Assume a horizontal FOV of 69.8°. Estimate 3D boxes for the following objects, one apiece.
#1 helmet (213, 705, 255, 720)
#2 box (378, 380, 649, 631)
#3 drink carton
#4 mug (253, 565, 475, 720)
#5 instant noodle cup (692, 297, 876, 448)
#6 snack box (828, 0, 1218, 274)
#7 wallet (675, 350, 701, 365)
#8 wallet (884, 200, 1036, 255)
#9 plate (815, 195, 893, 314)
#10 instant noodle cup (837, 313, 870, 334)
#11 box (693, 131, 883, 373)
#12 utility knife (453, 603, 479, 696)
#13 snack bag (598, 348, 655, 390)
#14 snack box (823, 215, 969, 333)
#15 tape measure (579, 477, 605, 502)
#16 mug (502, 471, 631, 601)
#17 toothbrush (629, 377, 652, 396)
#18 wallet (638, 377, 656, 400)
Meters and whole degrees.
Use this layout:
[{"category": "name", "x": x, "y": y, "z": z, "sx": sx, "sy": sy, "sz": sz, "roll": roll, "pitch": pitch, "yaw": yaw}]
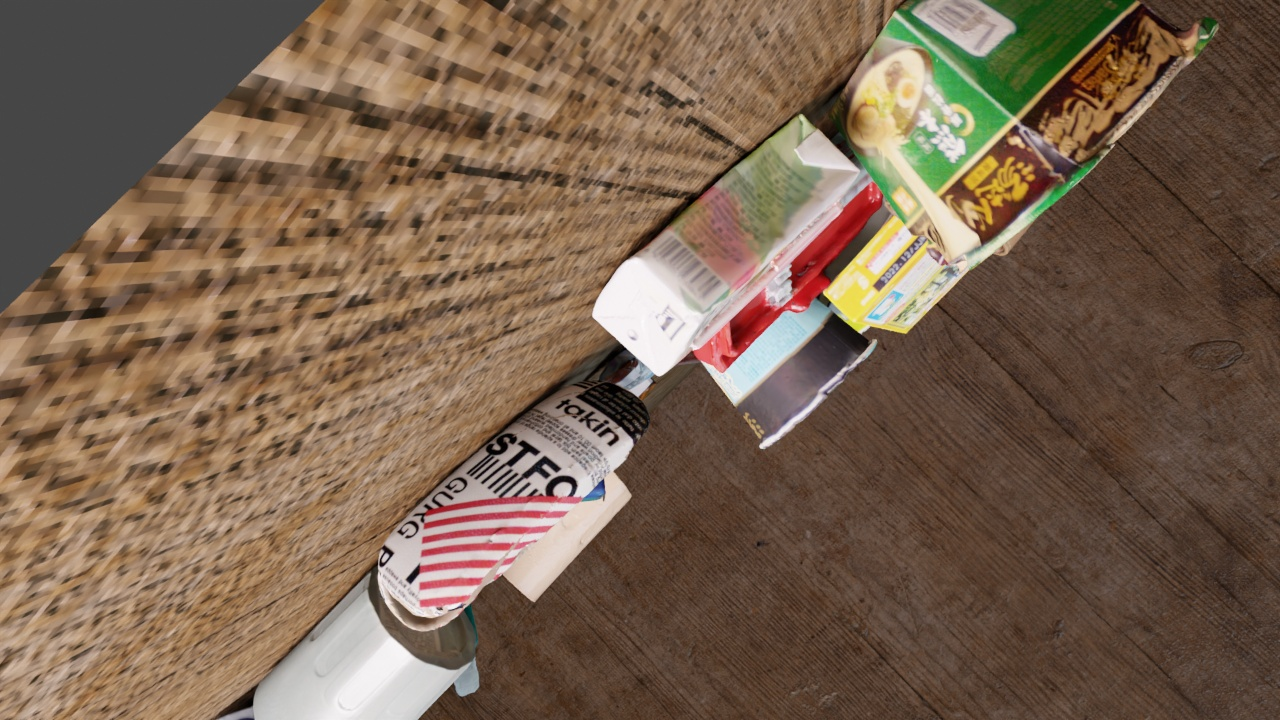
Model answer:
[{"category": "helmet", "x": -0.260, "y": 0.327, "z": 0.570, "sx": 0.229, "sy": 0.146, "sz": 0.258, "roll": -45, "pitch": 176, "yaw": 13}, {"category": "box", "x": -0.062, "y": 0.080, "z": 0.489, "sx": 0.161, "sy": 0.075, "sz": 0.086, "roll": -44, "pitch": 146, "yaw": -27}, {"category": "drink carton", "x": 0.040, "y": -0.050, "z": 0.393, "sx": 0.122, "sy": 0.045, "sz": 0.054, "roll": -42, "pitch": 175, "yaw": -30}, {"category": "mug", "x": -0.161, "y": 0.173, "z": 0.553, "sx": 0.103, "sy": 0.083, "sz": 0.123, "roll": -46, "pitch": -158, "yaw": 12}, {"category": "instant noodle cup", "x": 0.086, "y": -0.017, "z": 0.656, "sx": 0.111, "sy": 0.120, "sz": 0.111, "roll": -43, "pitch": 174, "yaw": -5}, {"category": "snack box", "x": 0.159, "y": -0.122, "z": 0.420, "sx": 0.118, "sy": 0.105, "sz": 0.118, "roll": -44, "pitch": 174, "yaw": -21}, {"category": "wallet", "x": 0.064, "y": -0.029, "z": 0.776, "sx": 0.096, "sy": 0.020, "sz": 0.122, "roll": -41, "pitch": -162, "yaw": -27}, {"category": "wallet", "x": 0.205, "y": -0.119, "z": 0.519, "sx": 0.115, "sy": 0.090, "sz": 0.033, "roll": -51, "pitch": 133, "yaw": -2}, {"category": "plate", "x": 0.203, "y": -0.136, "z": 0.675, "sx": 0.266, "sy": 0.034, "sz": 0.161, "roll": -63, "pitch": -179, "yaw": 40}, {"category": "instant noodle cup", "x": 0.185, "y": -0.092, "z": 0.843, "sx": 0.111, "sy": 0.123, "sz": 0.112, "roll": -44, "pitch": 176, "yaw": -4}, {"category": "box", "x": 0.108, "y": -0.092, "z": 0.559, "sx": 0.200, "sy": 0.069, "sz": 0.158, "roll": -43, "pitch": 167, "yaw": -33}, {"category": "utility knife", "x": -0.123, "y": 0.161, "z": 0.607, "sx": 0.029, "sy": 0.013, "sz": 0.185, "roll": -43, "pitch": -154, "yaw": 0}, {"category": "snack bag", "x": -0.004, "y": 0.004, "z": 0.648, "sx": 0.045, "sy": 0.026, "sz": 0.105, "roll": -36, "pitch": 179, "yaw": 25}, {"category": "snack box", "x": 0.184, "y": -0.062, "z": 0.623, "sx": 0.087, "sy": 0.033, "sz": 0.140, "roll": -49, "pitch": 155, "yaw": 20}, {"category": "tape measure", "x": -0.052, "y": 0.062, "z": 0.564, "sx": 0.058, "sy": 0.054, "sz": 0.025, "roll": 3, "pitch": 151, "yaw": -21}, {"category": "mug", "x": -0.075, "y": 0.098, "z": 0.650, "sx": 0.103, "sy": 0.084, "sz": 0.125, "roll": -45, "pitch": 150, "yaw": -11}, {"category": "toothbrush", "x": -0.076, "y": 0.086, "z": 0.724, "sx": 0.221, "sy": 0.027, "sz": 0.026, "roll": -46, "pitch": 146, "yaw": -5}, {"category": "wallet", "x": -0.041, "y": 0.062, "z": 0.881, "sx": 0.131, "sy": 0.035, "sz": 0.119, "roll": -45, "pitch": -178, "yaw": 5}]
